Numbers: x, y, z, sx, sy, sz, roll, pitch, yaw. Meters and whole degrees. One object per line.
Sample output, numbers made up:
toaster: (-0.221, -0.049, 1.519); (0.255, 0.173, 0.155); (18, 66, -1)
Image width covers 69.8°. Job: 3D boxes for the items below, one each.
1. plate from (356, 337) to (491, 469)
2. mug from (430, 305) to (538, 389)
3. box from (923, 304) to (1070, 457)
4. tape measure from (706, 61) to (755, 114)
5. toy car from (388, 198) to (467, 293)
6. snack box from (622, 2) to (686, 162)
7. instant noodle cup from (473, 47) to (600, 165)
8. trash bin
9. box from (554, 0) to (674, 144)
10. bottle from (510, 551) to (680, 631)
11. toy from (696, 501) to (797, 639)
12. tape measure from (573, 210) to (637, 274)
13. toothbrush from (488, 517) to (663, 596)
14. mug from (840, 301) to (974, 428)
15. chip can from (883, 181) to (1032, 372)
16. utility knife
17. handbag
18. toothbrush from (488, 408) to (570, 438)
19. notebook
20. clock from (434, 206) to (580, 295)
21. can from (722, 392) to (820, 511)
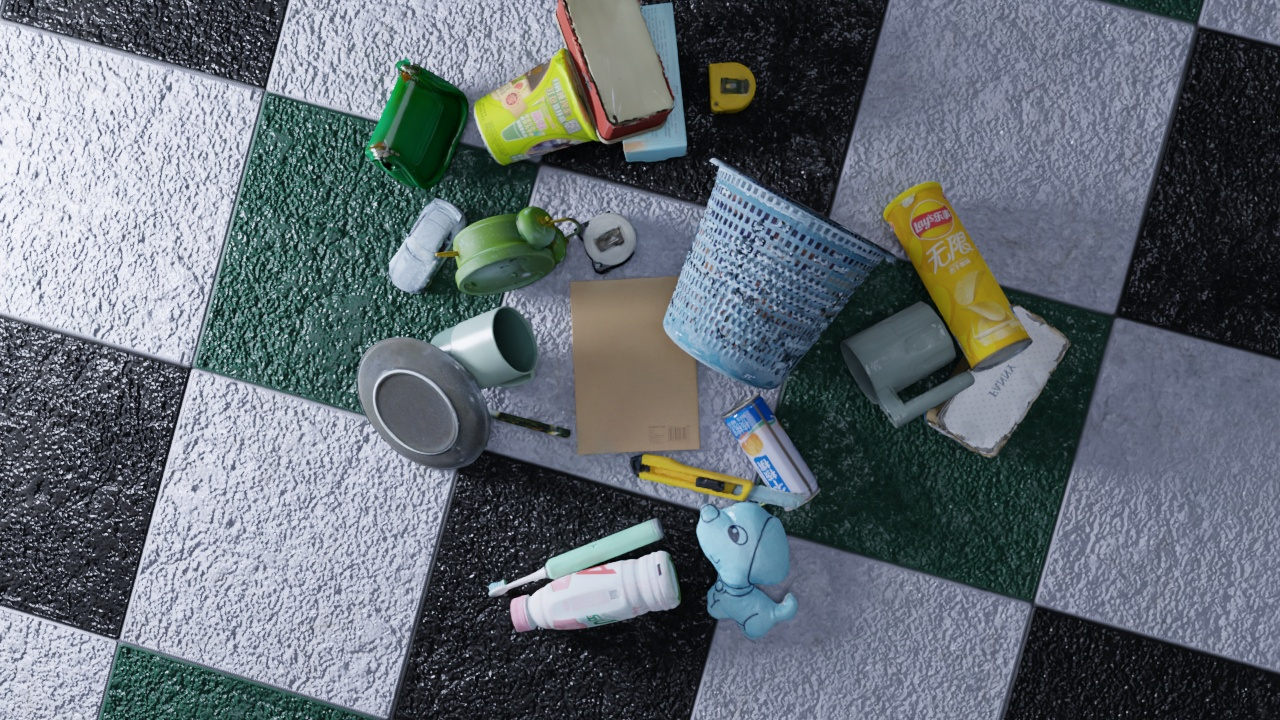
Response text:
plate: (-0.257, 0.057, 1.064); (0.179, 0.024, 0.180); (10, 120, 17)
mug: (-0.178, -0.002, 1.074); (0.107, 0.111, 0.082); (-20, 50, 27)
box: (0.414, 0.017, 1.060); (0.090, 0.061, 0.184); (36, 90, 2)
tape measure: (0.108, -0.324, 1.088); (0.057, 0.029, 0.060); (-3, 90, 2)
toy car: (-0.257, -0.137, 1.104); (0.054, 0.036, 0.121); (34, 95, 2)
snack box: (0.010, -0.326, 1.081); (0.074, 0.051, 0.175); (-6, 90, 1)
instant noodle cup: (-0.123, -0.285, 1.066); (0.123, 0.111, 0.111); (-20, 89, 10)
trash bin: (0.131, -0.085, 1.011); (0.226, 0.226, 0.195); (30, 104, 2)
box: (-0.026, -0.337, 1.010); (0.091, 0.077, 0.168); (-20, 89, -12)
bottle: (-0.054, 0.278, 1.081); (0.197, 0.068, 0.068); (-14, 89, 6)
toy: (0.126, 0.238, 1.080); (0.161, 0.049, 0.156); (31, 96, 1)
tape measure: (-0.037, -0.143, 1.094); (0.066, 0.033, 0.066); (-27, 91, 3)
toothbrush: (-0.078, 0.241, 1.101); (0.224, 0.027, 0.026); (-22, 129, 3)
mug: (0.303, 0.005, 1.043); (0.103, 0.084, 0.124); (-29, 56, 0)
chip can: (0.352, -0.095, 1.025); (0.072, 0.072, 0.213); (-25, 71, 2)
utility knife: (0.087, 0.142, 1.071); (0.215, 0.015, 0.033); (10, 101, 18)
handbag: (-0.261, -0.271, 1.062); (0.068, 0.120, 0.131); (24, 93, 8)
toothbrush: (-0.175, 0.066, 1.109); (0.186, 0.017, 0.012); (15, 84, 2)
notebook: (-0.007, 0.006, 1.104); (0.149, 0.012, 0.211); (-3, 90, 2)
clock: (-0.145, -0.128, 1.060); (0.161, 0.116, 0.056); (-19, 79, 5)
can: (0.154, 0.108, 1.075); (0.053, 0.053, 0.134); (-33, 89, 2)
